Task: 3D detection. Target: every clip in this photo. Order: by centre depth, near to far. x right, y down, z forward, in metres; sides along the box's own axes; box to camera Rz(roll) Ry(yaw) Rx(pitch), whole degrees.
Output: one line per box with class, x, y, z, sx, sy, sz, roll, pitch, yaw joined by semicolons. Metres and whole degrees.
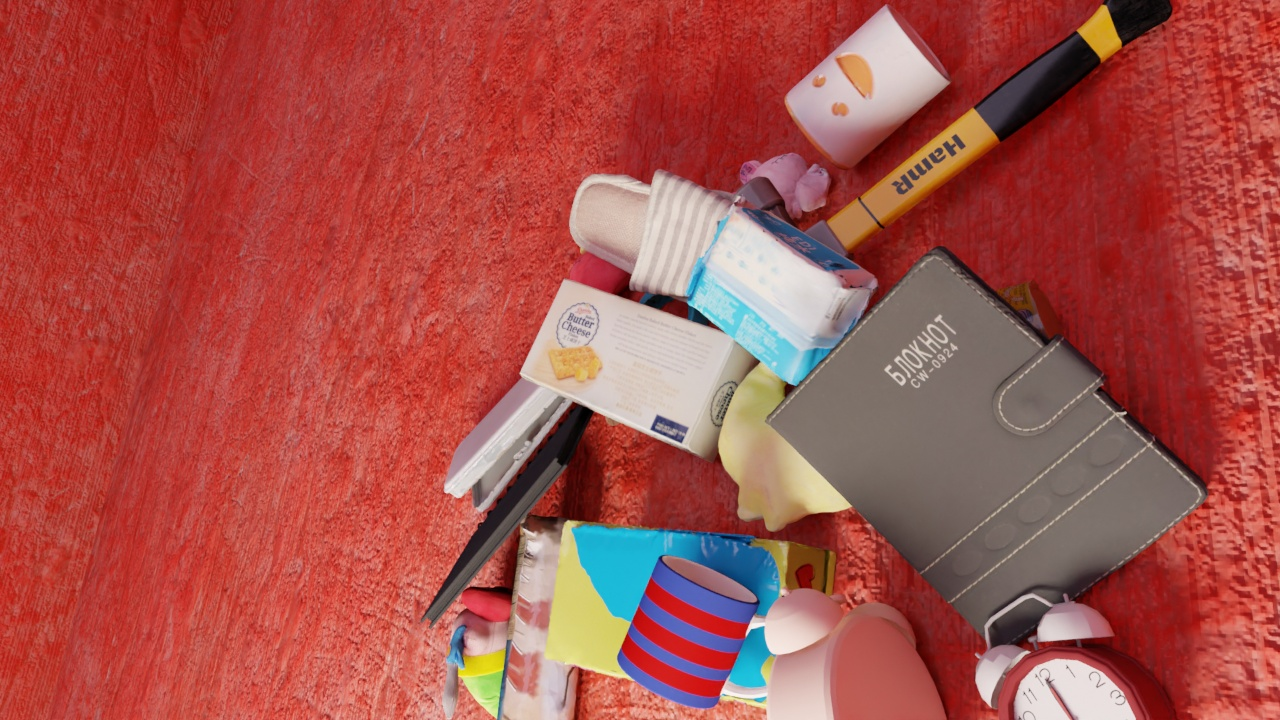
clip;0.025;-0.062;0.897;0.119;0.033;0.120;-47;45;29

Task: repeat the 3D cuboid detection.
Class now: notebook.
notebook;0.204;0.055;0.562;0.209;0.029;0.170;44;116;7
notebook;-0.124;0.141;0.909;0.232;0.019;0.168;-50;6;21

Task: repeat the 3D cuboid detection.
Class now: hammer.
hammer;0.230;-0.149;0.672;0.325;0.034;0.169;-38;72;22

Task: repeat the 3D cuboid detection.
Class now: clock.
clock;0.245;0.195;0.522;0.087;0.044;0.124;-47;50;26
clock;0.144;0.220;0.562;0.086;0.131;0.160;-37;49;32

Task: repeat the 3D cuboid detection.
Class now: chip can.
chip can;-0.089;0.261;0.851;0.080;0.079;0.229;-13;66;45

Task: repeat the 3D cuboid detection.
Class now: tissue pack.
tissue pack;0.102;-0.053;0.682;0.144;0.061;0.093;41;122;30

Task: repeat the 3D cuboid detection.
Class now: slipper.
slipper;0.017;-0.119;0.854;0.273;0.054;0.114;23;108;45

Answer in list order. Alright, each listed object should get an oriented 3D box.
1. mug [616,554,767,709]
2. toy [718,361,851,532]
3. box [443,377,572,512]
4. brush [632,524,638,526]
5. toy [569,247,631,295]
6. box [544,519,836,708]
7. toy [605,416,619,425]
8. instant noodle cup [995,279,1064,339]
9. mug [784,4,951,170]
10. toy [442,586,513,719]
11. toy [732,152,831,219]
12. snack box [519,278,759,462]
mug;0.049;0.190;0.621;0.112;0.075;0.076;23;90;14
toy;0.122;0.058;0.708;0.171;0.064;0.154;11;73;54
box;-0.139;0.065;0.994;0.214;0.063;0.118;-50;27;24
brush;0.004;0.174;0.825;0.126;0.017;0.048;13;84;50
toy;-0.041;-0.092;0.964;0.092;0.045;0.135;-11;60;48
box;0.036;0.194;0.720;0.221;0.079;0.124;-4;73;36
toy;-0.031;0.009;0.914;0.054;0.042;0.101;-26;63;-11
instant noodle cup;0.217;0.000;0.608;0.113;0.100;0.100;-23;58;32
mug;0.182;-0.219;0.740;0.106;0.082;0.082;-40;48;30
toy;-0.142;0.288;0.887;0.097;0.124;0.131;12;78;9
toy;0.116;-0.153;0.816;0.110;0.047;0.063;10;75;53
snack box;-0.005;0.005;0.835;0.208;0.057;0.104;21;84;37
